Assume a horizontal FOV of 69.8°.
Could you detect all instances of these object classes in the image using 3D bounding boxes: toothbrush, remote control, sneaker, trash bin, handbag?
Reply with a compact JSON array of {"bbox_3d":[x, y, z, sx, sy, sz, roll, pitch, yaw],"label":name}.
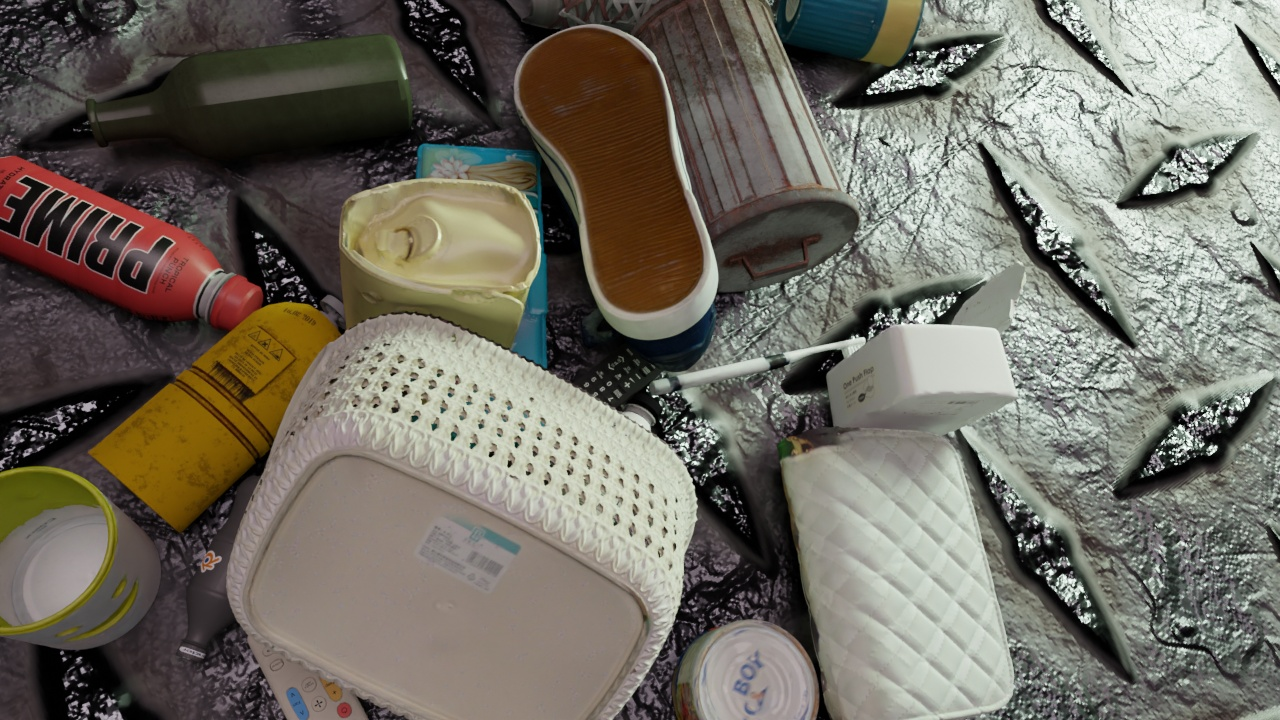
[{"bbox_3d":[0.092,0.006,0.684,0.186,0.012,0.017,-11,74,-22],"label":"toothbrush"},{"bbox_3d":[-0.004,0.004,0.665,0.146,0.015,0.033,-38,81,-24],"label":"remote control"},{"bbox_3d":[-0.016,-0.112,0.648,0.121,0.127,0.294,-21,59,3],"label":"sneaker"},{"bbox_3d":[0.073,-0.158,0.689,0.130,0.131,0.211,-9,69,-18],"label":"trash bin"},{"bbox_3d":[0.163,0.143,0.614,0.138,0.073,0.194,6,65,-32],"label":"handbag"},{"bbox_3d":[-0.124,-0.046,0.558,0.111,0.119,0.081,-1,68,-15],"label":"handbag"},{"bbox_3d":[-0.187,0.202,0.537,0.038,0.018,0.125,-28,78,-22],"label":"remote control"},{"bbox_3d":[-0.051,-0.297,0.734,0.236,0.099,0.089,24,63,4],"label":"sneaker"}]

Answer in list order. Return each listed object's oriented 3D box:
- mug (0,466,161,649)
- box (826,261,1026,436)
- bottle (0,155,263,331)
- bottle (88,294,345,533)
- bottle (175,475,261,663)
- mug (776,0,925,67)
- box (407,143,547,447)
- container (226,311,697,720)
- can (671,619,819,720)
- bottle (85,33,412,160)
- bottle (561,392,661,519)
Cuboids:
[{"bbox_3d":[-0.314,0.110,0.494,0.082,0.106,0.082,5,67,-12],"label":"mug"},{"bbox_3d":[0.227,0.002,0.675,0.188,0.112,0.101,-19,78,-26],"label":"box"},{"bbox_3d":[-0.331,-0.067,0.586,0.176,0.062,0.062,24,64,-4],"label":"bottle"},{"bbox_3d":[-0.244,0.022,0.567,0.071,0.071,0.163,39,65,4],"label":"bottle"},{"bbox_3d":[-0.242,0.123,0.545,0.036,0.036,0.109,21,65,-5],"label":"bottle"},{"bbox_3d":[0.181,-0.318,0.816,0.107,0.083,0.113,6,38,-8],"label":"mug"},{"bbox_3d":[-0.114,-0.049,0.649,0.094,0.040,0.226,1,67,-12],"label":"box"},{"bbox_3d":[-0.091,0.097,0.496,0.251,0.143,0.185,30,103,-10],"label":"container"},{"bbox_3d":[0.067,0.210,0.583,0.086,0.043,0.086,6,66,-13],"label":"can"},{"bbox_3d":[-0.270,-0.181,0.644,0.206,0.072,0.071,-14,72,-19],"label":"bottle"},{"bbox_3d":[-0.022,0.072,0.619,0.041,0.041,0.115,32,64,0],"label":"bottle"}]
